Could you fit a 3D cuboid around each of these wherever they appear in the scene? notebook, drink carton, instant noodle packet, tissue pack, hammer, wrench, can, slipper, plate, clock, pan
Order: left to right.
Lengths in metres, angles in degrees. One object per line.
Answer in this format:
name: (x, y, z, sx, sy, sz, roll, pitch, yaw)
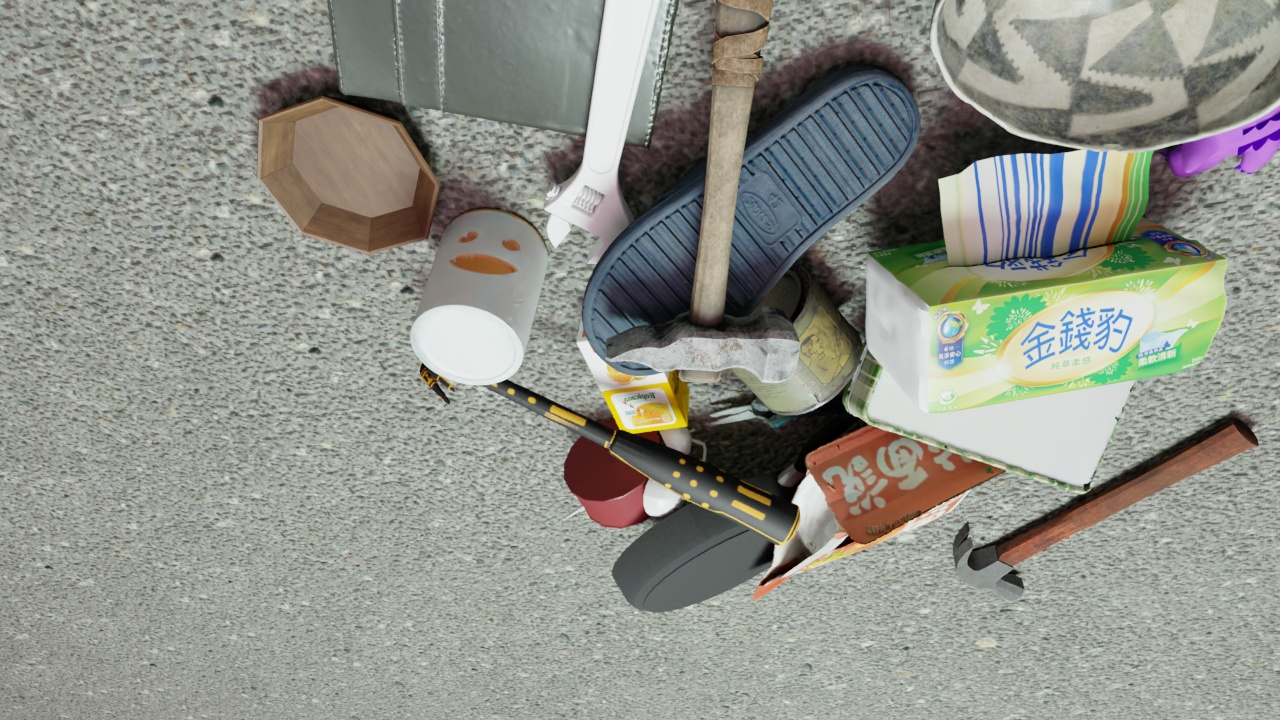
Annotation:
plate: (-0.204, -0.133, 0.647, 0.131, 0.025, 0.131, 4, 137, 4)
notebook: (-0.083, -0.214, 0.546, 0.209, 0.029, 0.170, 7, 139, -5)
hammer: (-0.022, 0.063, 0.716, 0.320, 0.123, 0.036, 26, 106, 0)
wrench: (-0.017, -0.161, 0.567, 0.066, 0.018, 0.274, 11, 140, -5)
clock: (-0.007, 0.099, 0.815, 0.138, 0.096, 0.048, -9, 135, 20)
drink carton: (-0.004, 0.004, 0.755, 0.059, 0.040, 0.122, -9, 134, 16)
hammer: (0.049, -0.131, 0.533, 0.121, 0.048, 0.319, 4, 115, -2)
slipper: (0.062, -0.099, 0.618, 0.264, 0.082, 0.101, -40, 114, 16)
pan: (0.116, 0.125, 0.807, 0.203, 0.044, 0.357, 2, 141, -44)
can: (0.106, -0.017, 0.682, 0.090, 0.089, 0.074, -26, 127, 30)
instant noodle packet: (0.189, 0.138, 0.808, 0.164, 0.084, 0.221, -21, 154, -25)
tissue pack: (0.251, -0.063, 0.580, 0.197, 0.120, 0.141, -12, 117, -10)
hammer: (0.418, 0.140, 0.851, 0.111, 0.028, 0.302, 26, 133, -20)

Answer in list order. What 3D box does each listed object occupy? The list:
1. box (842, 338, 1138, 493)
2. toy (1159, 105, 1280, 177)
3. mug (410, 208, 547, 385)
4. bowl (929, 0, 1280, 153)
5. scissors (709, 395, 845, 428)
box: (0.266, 0.018, 0.694, 0.205, 0.050, 0.118, 16, 98, -12)
toy: (0.350, -0.147, 0.537, 0.088, 0.055, 0.106, -31, 124, 30)
mug: (-0.115, -0.047, 0.668, 0.082, 0.105, 0.082, 4, 136, 3)
bowl: (0.250, -0.190, 0.474, 0.178, 0.081, 0.179, 20, 163, 6)
scissors: (0.136, 0.037, 0.785, 0.144, 0.019, 0.127, 16, 135, -10)
